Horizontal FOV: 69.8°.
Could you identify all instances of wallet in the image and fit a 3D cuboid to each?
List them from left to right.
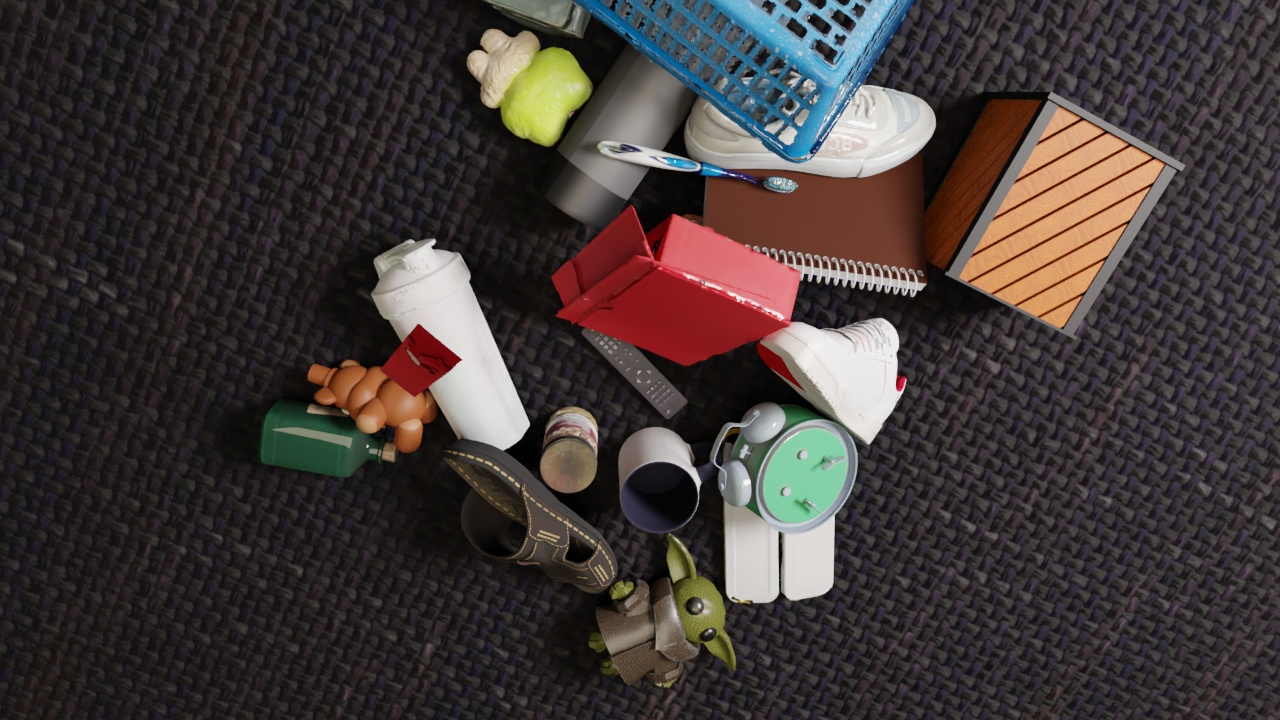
[{"bbox_3d":[-0.080,-0.370,0.832,0.100,0.054,0.132,16,100,-8],"label":"wallet"}]

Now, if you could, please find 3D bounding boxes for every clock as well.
[{"bbox_3d":[0.141,0.105,0.922,0.161,0.075,0.122,21,96,-30],"label":"clock"}]

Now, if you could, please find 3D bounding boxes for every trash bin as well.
[{"bbox_3d":[0.366,-0.141,0.866,0.139,0.139,0.172,24,104,-9],"label":"trash bin"}]

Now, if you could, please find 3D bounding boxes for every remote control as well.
[{"bbox_3d":[-0.006,0.006,0.961,0.032,0.015,0.136,-42,106,10],"label":"remote control"}]

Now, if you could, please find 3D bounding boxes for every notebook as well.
[{"bbox_3d":[0.165,-0.151,0.867,0.209,0.022,0.171,8,67,-4],"label":"notebook"}]

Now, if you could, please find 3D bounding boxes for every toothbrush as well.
[{"bbox_3d":[0.053,-0.175,0.829,0.189,0.017,0.016,10,95,-11],"label":"toothbrush"}]

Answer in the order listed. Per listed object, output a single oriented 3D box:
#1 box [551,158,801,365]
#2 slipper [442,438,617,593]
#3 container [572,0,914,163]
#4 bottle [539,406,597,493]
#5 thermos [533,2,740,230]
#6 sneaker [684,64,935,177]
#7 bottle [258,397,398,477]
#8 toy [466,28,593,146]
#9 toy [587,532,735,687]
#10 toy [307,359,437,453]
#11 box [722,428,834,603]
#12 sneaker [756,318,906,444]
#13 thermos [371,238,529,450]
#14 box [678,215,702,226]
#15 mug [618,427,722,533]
[{"bbox_3d":[0.032,-0.060,0.839,0.164,0.215,0.153,-27,91,-26],"label":"box"},{"bbox_3d":[-0.114,0.175,0.929,0.268,0.113,0.075,53,57,-38],"label":"slipper"},{"bbox_3d":[0.069,-0.369,0.747,0.362,0.089,0.256,35,74,-7],"label":"container"},{"bbox_3d":[-0.072,0.089,0.936,0.056,0.105,0.056,-1,106,-2],"label":"bottle"},{"bbox_3d":[0.001,-0.239,0.854,0.082,0.082,0.241,34,102,-11],"label":"thermos"},{"bbox_3d":[0.164,-0.226,0.838,0.242,0.091,0.089,-4,66,-9],"label":"sneaker"},{"bbox_3d":[-0.318,0.083,0.948,0.131,0.061,0.061,11,108,-5],"label":"bottle"},{"bbox_3d":[-0.107,-0.262,0.863,0.115,0.046,0.092,36,101,-5],"label":"toy"},{"bbox_3d":[0.020,0.294,1.014,0.153,0.078,0.179,-24,103,1],"label":"toy"},{"bbox_3d":[-0.274,0.039,0.930,0.128,0.094,0.065,18,129,5],"label":"toy"},{"bbox_3d":[0.154,0.170,1.013,0.129,0.036,0.210,-4,106,-4],"label":"box"},{"bbox_3d":[0.197,-0.003,0.882,0.104,0.090,0.236,-53,142,1],"label":"sneaker"},{"bbox_3d":[-0.189,-0.012,0.913,0.099,0.099,0.220,-21,110,4],"label":"thermos"},{"bbox_3d":[0.120,-0.117,0.900,0.187,0.082,0.042,9,102,-3],"label":"box"},{"bbox_3d":[0.032,0.116,0.953,0.112,0.096,0.078,-22,106,4],"label":"mug"}]
